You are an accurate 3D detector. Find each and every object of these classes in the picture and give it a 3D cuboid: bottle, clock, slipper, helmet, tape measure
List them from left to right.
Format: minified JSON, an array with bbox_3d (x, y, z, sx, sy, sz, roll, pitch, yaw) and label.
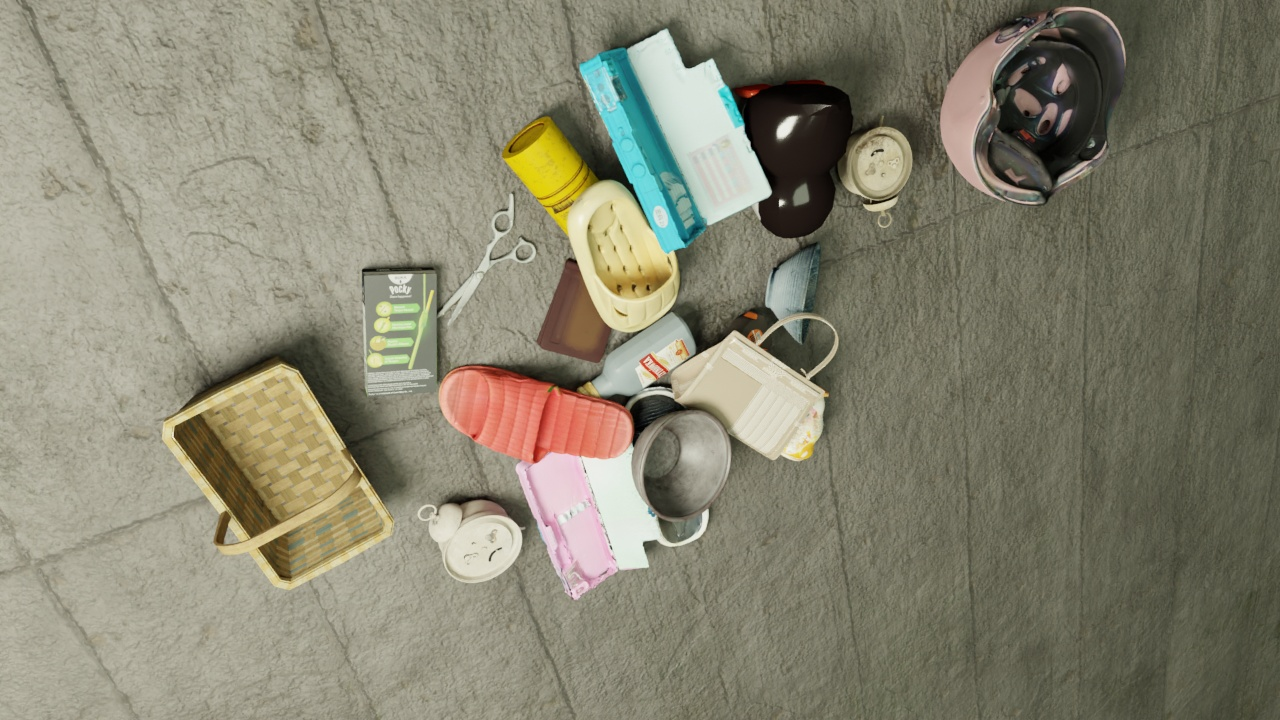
[{"bbox_3d":[-0.225,0.219,1.179,0.103,0.061,0.157,-49,129,2],"label":"clock"},{"bbox_3d":[-0.127,0.075,1.127,0.248,0.059,0.103,15,102,-10],"label":"slipper"},{"bbox_3d":[-0.081,-0.193,1.057,0.071,0.071,0.164,-42,121,-2],"label":"bottle"},{"bbox_3d":[-0.008,-0.102,1.072,0.111,0.079,0.261,-40,146,-6],"label":"slipper"},{"bbox_3d":[-0.007,0.007,1.184,0.161,0.046,0.072,-34,142,-7],"label":"bottle"},{"bbox_3d":[0.047,0.155,1.269,0.111,0.063,0.264,-18,120,-16],"label":"slipper"},{"bbox_3d":[0.145,-0.033,1.246,0.058,0.038,0.058,-37,123,-21],"label":"tape measure"},{"bbox_3d":[0.233,0.088,1.318,0.063,0.063,0.109,14,107,-28],"label":"bottle"},{"bbox_3d":[0.309,-0.244,1.215,0.093,0.054,0.141,-23,112,-13],"label":"clock"},{"bbox_3d":[0.503,-0.335,1.201,0.230,0.152,0.255,36,93,-28],"label":"helmet"}]

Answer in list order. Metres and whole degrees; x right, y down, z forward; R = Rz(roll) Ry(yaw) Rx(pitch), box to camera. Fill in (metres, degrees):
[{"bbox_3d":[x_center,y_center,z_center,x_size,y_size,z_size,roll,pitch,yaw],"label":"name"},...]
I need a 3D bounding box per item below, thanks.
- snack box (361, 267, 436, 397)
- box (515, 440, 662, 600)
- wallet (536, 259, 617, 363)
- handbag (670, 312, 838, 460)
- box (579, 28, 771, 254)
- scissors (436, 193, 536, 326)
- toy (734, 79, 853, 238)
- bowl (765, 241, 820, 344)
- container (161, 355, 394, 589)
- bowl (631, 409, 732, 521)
[{"bbox_3d":[-0.279,-0.033,1.066,0.080,0.025,0.148,-4,113,-22],"label":"snack box"},{"bbox_3d":[-0.063,0.204,1.244,0.160,0.062,0.231,-19,118,-6],"label":"box"},{"bbox_3d":[-0.070,-0.060,1.151,0.091,0.018,0.116,15,103,-28],"label":"wallet"},{"bbox_3d":[0.170,0.015,1.188,0.175,0.062,0.198,32,117,-25],"label":"handbag"},{"bbox_3d":[0.033,-0.253,1.048,0.169,0.085,0.227,-33,105,-28],"label":"box"},{"bbox_3d":[-0.189,-0.117,1.076,0.161,0.014,0.118,-29,121,-13],"label":"scissors"},{"bbox_3d":[0.192,-0.237,1.115,0.159,0.140,0.184,-11,116,-19],"label":"toy"},{"bbox_3d":[0.199,-0.093,1.218,0.057,0.136,0.137,10,112,15],"label":"bowl"},{"bbox_3d":[-0.384,0.131,0.996,0.157,0.186,0.250,-28,120,-10],"label":"container"},{"bbox_3d":[0.041,0.128,1.179,0.144,0.067,0.145,-8,105,-33],"label":"bowl"}]
